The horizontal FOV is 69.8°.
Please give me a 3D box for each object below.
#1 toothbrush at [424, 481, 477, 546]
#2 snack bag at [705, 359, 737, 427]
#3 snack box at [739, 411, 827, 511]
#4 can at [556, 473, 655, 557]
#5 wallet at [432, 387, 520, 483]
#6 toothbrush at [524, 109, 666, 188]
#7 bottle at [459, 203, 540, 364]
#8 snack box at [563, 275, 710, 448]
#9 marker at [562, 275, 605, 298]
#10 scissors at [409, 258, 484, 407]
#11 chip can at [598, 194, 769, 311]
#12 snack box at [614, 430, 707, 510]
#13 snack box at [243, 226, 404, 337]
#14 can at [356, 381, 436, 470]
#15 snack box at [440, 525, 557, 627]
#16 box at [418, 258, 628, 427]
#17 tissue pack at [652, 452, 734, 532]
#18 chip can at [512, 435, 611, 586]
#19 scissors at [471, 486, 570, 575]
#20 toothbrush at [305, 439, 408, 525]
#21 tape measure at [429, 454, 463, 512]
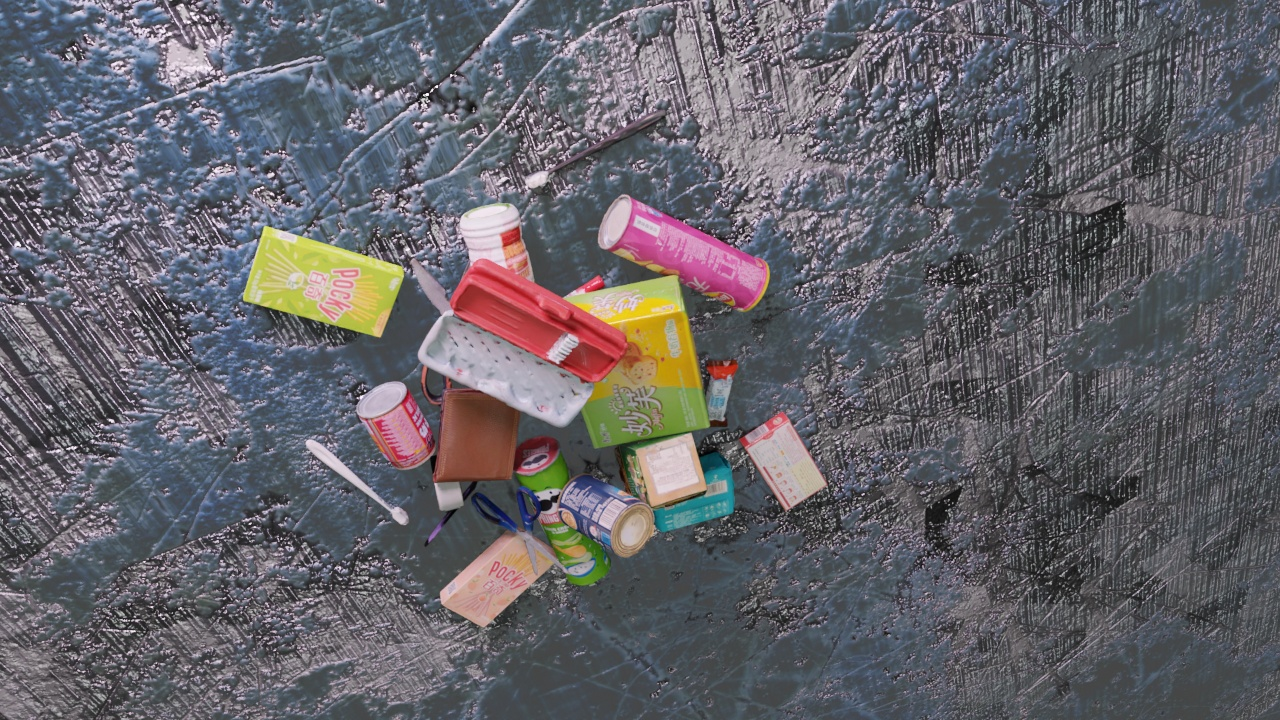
[{"bbox_3d":[-0.238,0.186,1.244,0.016,0.014,0.189,29,108,-33],"label":"toothbrush"},{"bbox_3d":[0.106,0.047,1.266,0.048,0.026,0.104,-1,121,-11],"label":"snack bag"},{"bbox_3d":[0.214,0.152,1.364,0.077,0.027,0.156,-33,124,2],"label":"snack box"},{"bbox_3d":[-0.045,0.200,1.189,0.075,0.111,0.075,-18,117,-40],"label":"can"},{"bbox_3d":[-0.206,0.094,1.152,0.101,0.032,0.124,1,104,-30],"label":"wallet"},{"bbox_3d":[-0.050,-0.242,1.050,0.181,0.018,0.016,-28,121,-2],"label":"toothbrush"},{"bbox_3d":[-0.154,-0.079,1.064,0.068,0.068,0.197,-15,115,-10],"label":"bottle"},{"bbox_3d":[-0.007,0.007,1.143,0.158,0.070,0.210,-11,132,5],"label":"snack box"},{"bbox_3d":[-0.108,-0.061,1.127,0.145,0.017,0.017,-32,124,-6],"label":"marker"},{"bbox_3d":[-0.218,-0.033,1.120,0.189,0.015,0.225,-41,122,8],"label":"scissors"},{"bbox_3d":[0.055,-0.129,1.119,0.210,0.071,0.071,21,111,-27],"label":"chip can"},{"bbox_3d":[0.036,0.143,1.224,0.117,0.106,0.118,-16,90,-10],"label":"snack box"},{"bbox_3d":[-0.355,-0.087,1.034,0.156,0.026,0.086,17,114,-26],"label":"snack box"},{"bbox_3d":[-0.298,0.082,1.129,0.066,0.066,0.094,-24,124,-4],"label":"can"},{"bbox_3d":[-0.204,0.311,1.321,0.157,0.026,0.084,-43,123,10],"label":"snack box"},{"bbox_3d":[-0.133,-0.014,1.046,0.201,0.039,0.158,28,125,-19],"label":"box"},{"bbox_3d":[0.070,0.190,1.325,0.133,0.050,0.093,-14,124,-9],"label":"tissue pack"},{"bbox_3d":[-0.107,0.212,1.268,0.072,0.072,0.236,-23,125,-5],"label":"chip can"},{"bbox_3d":[-0.161,0.228,1.242,0.174,0.012,0.163,28,133,9],"label":"scissors"},{"bbox_3d":[-0.363,0.157,1.185,0.016,0.016,0.180,-39,122,4],"label":"toothbrush"},{"bbox_3d":[-0.251,0.161,1.193,0.033,0.066,0.066,-13,122,-12],"label":"tape measure"}]
